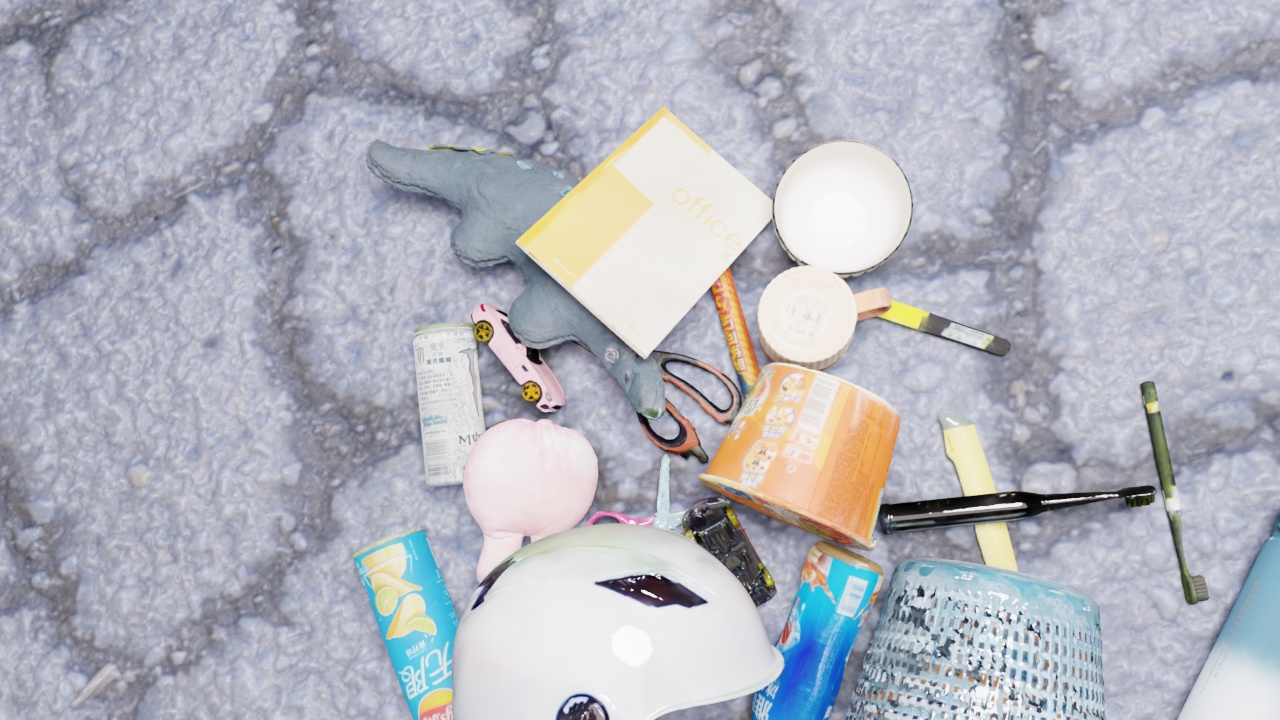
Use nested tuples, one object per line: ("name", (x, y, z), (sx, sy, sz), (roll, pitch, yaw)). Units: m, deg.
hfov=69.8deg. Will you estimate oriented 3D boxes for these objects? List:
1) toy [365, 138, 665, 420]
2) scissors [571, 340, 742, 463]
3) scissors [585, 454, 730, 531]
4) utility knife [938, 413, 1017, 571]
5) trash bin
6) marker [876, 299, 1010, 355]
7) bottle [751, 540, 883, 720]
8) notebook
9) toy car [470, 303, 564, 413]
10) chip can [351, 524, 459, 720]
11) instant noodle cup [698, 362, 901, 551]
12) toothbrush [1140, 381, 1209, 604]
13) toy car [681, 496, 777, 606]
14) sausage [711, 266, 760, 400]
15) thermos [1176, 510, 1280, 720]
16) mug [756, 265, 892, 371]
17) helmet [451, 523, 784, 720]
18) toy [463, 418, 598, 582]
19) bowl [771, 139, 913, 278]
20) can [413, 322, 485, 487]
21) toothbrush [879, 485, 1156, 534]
("toy", (-0.083, -0.097, 0.816), (0.356, 0.092, 0.137), (45, 67, 8))
("scissors", (-0.013, 0.015, 0.842), (0.207, 0.015, 0.193), (-6, 85, 9))
("scissors", (0.019, 0.154, 0.823), (0.133, 0.017, 0.135), (-18, 87, 0))
("utility knife", (0.290, 0.121, 0.783), (0.031, 0.018, 0.162), (-16, 81, 12))
("trash bin", (0.255, 0.261, 0.693), (0.227, 0.227, 0.194), (12, 74, 10))
("marker", (0.262, -0.029, 0.803), (0.124, 0.015, 0.018), (19, 89, 7))
("bottle", (0.138, 0.264, 0.772), (0.065, 0.065, 0.218), (21, 90, 10))
("notebook", (0.012, -0.116, 0.793), (0.146, 0.010, 0.205), (42, 63, 2))
("toy car", (-0.109, -0.005, 0.840), (0.037, 0.056, 0.122), (-41, 81, 11))
("chip can", (-0.190, 0.258, 0.822), (0.071, 0.071, 0.210), (-25, 82, 6))
("instant noodle cup", (0.137, 0.076, 0.752), (0.151, 0.151, 0.111), (21, 80, 10))
("toothbrush", (0.443, 0.108, 0.762), (0.017, 0.012, 0.185), (-9, 84, 2))
("toy car", (0.077, 0.169, 0.804), (0.049, 0.031, 0.106), (-31, 92, 3))
("sausage", (0.084, -0.033, 0.827), (0.021, 0.021, 0.165), (-17, 82, 7))
("thermos", (0.495, 0.210, 0.718), (0.070, 0.070, 0.220), (26, 90, 10))
("mug", (0.154, -0.036, 0.773), (0.114, 0.106, 0.081), (-15, 83, 8))
("helmet", (-0.031, 0.203, 0.722), (0.259, 0.228, 0.146), (-18, 85, 22))
("toy", (-0.099, 0.130, 0.817), (0.121, 0.054, 0.159), (6, 96, -18))
("bowl", (0.173, -0.126, 0.798), (0.116, 0.066, 0.116), (-1, 86, 8))
("can", (-0.174, 0.041, 0.845), (0.058, 0.058, 0.146), (-7, 84, 8))
("toothbrush", (0.308, 0.121, 0.759), (0.213, 0.026, 0.027), (-9, 123, 17))
